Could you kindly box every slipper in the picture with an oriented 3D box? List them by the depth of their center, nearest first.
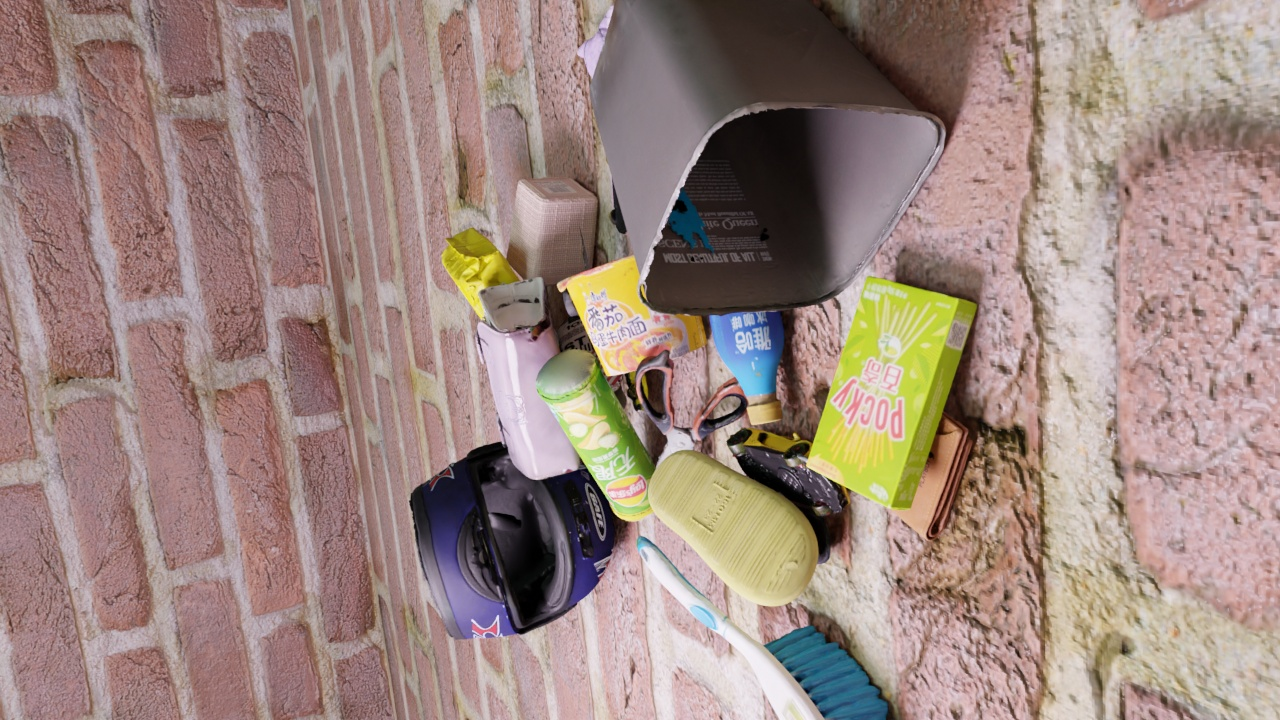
[{"bbox_3d":[0.090,0.151,0.846,0.190,0.081,0.091,34,89,39],"label":"slipper"}]

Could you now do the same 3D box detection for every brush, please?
[{"bbox_3d":[0.114,0.264,0.850,0.314,0.109,0.061,52,144,41],"label":"brush"}]

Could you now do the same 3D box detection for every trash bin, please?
[{"bbox_3d":[0.072,-0.177,0.705,0.199,0.198,0.219,115,142,-46],"label":"trash bin"}]

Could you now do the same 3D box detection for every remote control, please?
[{"bbox_3d":[0.137,0.159,0.861,0.137,0.024,0.053,-5,94,61],"label":"remote control"}]

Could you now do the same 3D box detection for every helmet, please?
[{"bbox_3d":[-0.152,0.220,1.169,0.316,0.240,0.247,138,113,-78],"label":"helmet"}]

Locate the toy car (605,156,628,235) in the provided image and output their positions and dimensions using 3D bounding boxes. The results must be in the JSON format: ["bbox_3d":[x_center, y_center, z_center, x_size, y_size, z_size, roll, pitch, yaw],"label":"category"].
[{"bbox_3d":[-0.011,-0.196,1.002,0.056,0.037,0.122,-31,59,57],"label":"toy car"}]

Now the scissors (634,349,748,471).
[{"bbox_3d":[0.047,0.068,0.932,0.222,0.189,0.015,-33,32,34],"label":"scissors"}]

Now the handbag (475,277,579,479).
[{"bbox_3d":[-0.132,0.022,1.079,0.145,0.098,0.197,-126,25,-60],"label":"handbag"}]

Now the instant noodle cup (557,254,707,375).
[{"bbox_3d":[0.000,-0.051,0.938,0.138,0.137,0.110,-9,100,62],"label":"instant noodle cup"}]

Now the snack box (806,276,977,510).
[{"bbox_3d":[0.182,0.022,0.675,0.086,0.026,0.156,27,104,52],"label":"snack box"}]

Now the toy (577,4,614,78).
[{"bbox_3d":[-0.031,-0.317,0.992,0.084,0.038,0.108,-39,64,52],"label":"toy"}]

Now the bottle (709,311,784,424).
[{"bbox_3d":[0.093,-0.051,0.829,0.065,0.065,0.218,-16,86,62],"label":"bottle"}]

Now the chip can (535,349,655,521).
[{"bbox_3d":[-0.040,0.083,1.009,0.072,0.072,0.221,39,161,51],"label":"chip can"}]

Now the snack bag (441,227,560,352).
[{"bbox_3d":[-0.170,-0.058,1.201,0.246,0.068,0.158,57,172,-29],"label":"snack bag"}]

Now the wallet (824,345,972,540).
[{"bbox_3d":[0.195,0.061,0.717,0.132,0.031,0.108,44,137,45],"label":"wallet"}]

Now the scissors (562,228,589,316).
[{"bbox_3d":[-0.054,-0.074,1.039,0.180,0.014,0.159,-37,-71,-72],"label":"scissors"}]

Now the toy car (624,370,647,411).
[{"bbox_3d":[-0.006,0.006,1.057,0.048,0.032,0.105,130,129,-82],"label":"toy car"}]

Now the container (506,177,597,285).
[{"bbox_3d":[-0.108,-0.163,1.139,0.090,0.090,0.111,44,133,48],"label":"container"}]

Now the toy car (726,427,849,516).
[{"bbox_3d":[0.133,0.097,0.818,0.071,0.041,0.156,57,160,-17],"label":"toy car"}]

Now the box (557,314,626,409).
[{"bbox_3d":[-0.060,0.011,1.100,0.163,0.075,0.081,-113,3,-49],"label":"box"}]
